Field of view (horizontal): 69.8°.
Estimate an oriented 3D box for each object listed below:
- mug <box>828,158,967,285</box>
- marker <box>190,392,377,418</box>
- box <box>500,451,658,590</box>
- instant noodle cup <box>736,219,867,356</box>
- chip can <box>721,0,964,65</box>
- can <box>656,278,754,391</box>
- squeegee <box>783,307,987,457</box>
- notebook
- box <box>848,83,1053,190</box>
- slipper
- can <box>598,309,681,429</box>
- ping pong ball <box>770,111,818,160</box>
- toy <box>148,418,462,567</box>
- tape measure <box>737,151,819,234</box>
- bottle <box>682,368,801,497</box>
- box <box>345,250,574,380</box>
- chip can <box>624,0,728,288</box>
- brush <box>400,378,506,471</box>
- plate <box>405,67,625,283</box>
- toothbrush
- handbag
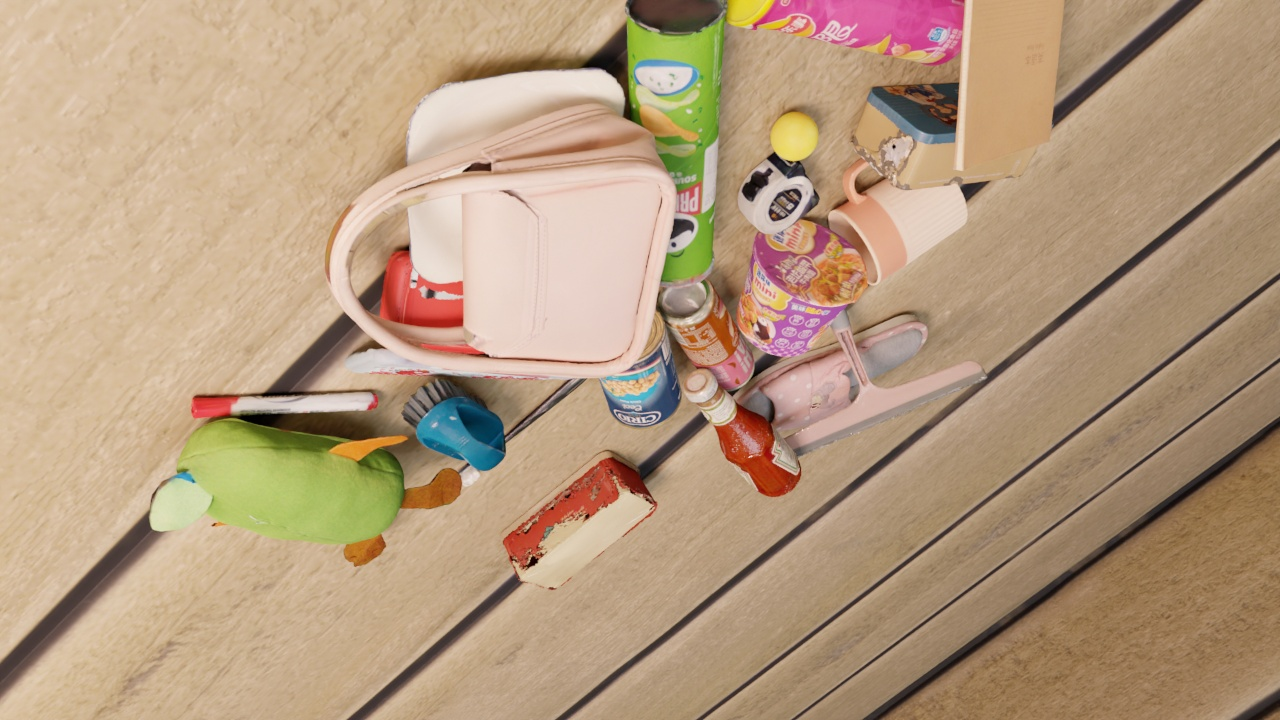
[{"bbox_3d":[0.242,-0.148,0.884,0.106,0.081,0.114,-32,114,-3],"label":"mug"},{"bbox_3d":[-0.288,0.036,0.751,0.145,0.017,0.017,-1,134,-35],"label":"marker"},{"bbox_3d":[-0.067,0.189,1.040,0.168,0.076,0.091,-40,144,10],"label":"box"},{"bbox_3d":[0.146,-0.063,0.883,0.111,0.111,0.099,-11,146,-26],"label":"instant noodle cup"},{"bbox_3d":[0.156,-0.268,0.678,0.210,0.071,0.072,-3,135,-34],"label":"chip can"},{"bbox_3d":[0.067,-0.025,0.905,0.058,0.058,0.147,-35,144,3],"label":"can"},{"bbox_3d":[0.219,-0.031,0.984,0.248,0.040,0.250,-24,122,10],"label":"squeegee"},{"bbox_3d":[0.300,-0.271,0.734,0.149,0.012,0.212,-22,118,-36],"label":"notebook"},{"bbox_3d":[0.286,-0.206,0.832,0.184,0.089,0.061,-14,139,-27],"label":"box"},{"bbox_3d":[0.226,0.026,1.084,0.274,0.054,0.114,-23,143,-12],"label":"slipper"},{"bbox_3d":[-0.005,0.005,0.873,0.075,0.075,0.111,-27,143,-8],"label":"can"},{"bbox_3d":[0.130,-0.189,0.776,0.040,0.040,0.040,-20,142,-17],"label":"ping pong ball"},{"bbox_3d":[-0.278,0.108,0.779,0.227,0.090,0.246,-29,146,21],"label":"toy"},{"bbox_3d":[0.121,-0.149,0.823,0.066,0.033,0.066,-38,142,4],"label":"tape measure"},{"bbox_3d":[0.106,0.076,0.963,0.060,0.059,0.206,-37,133,6],"label":"bottle"},{"bbox_3d":[-0.135,-0.028,0.773,0.201,0.098,0.119,4,99,-38],"label":"box"},{"bbox_3d":[0.027,-0.164,0.704,0.072,0.072,0.236,-20,142,-16],"label":"chip can"},{"bbox_3d":[-0.154,0.064,0.808,0.055,0.073,0.144,-43,163,-3],"label":"brush"},{"bbox_3d":[-0.095,-0.137,0.669,0.164,0.034,0.164,-14,137,-28],"label":"plate"},{"bbox_3d":[-0.114,0.065,0.914,0.181,0.018,0.015,-41,140,9],"label":"toothbrush"},{"bbox_3d":[-0.100,-0.072,0.651,0.233,0.093,0.194,-10,134,-20],"label":"handbag"}]
